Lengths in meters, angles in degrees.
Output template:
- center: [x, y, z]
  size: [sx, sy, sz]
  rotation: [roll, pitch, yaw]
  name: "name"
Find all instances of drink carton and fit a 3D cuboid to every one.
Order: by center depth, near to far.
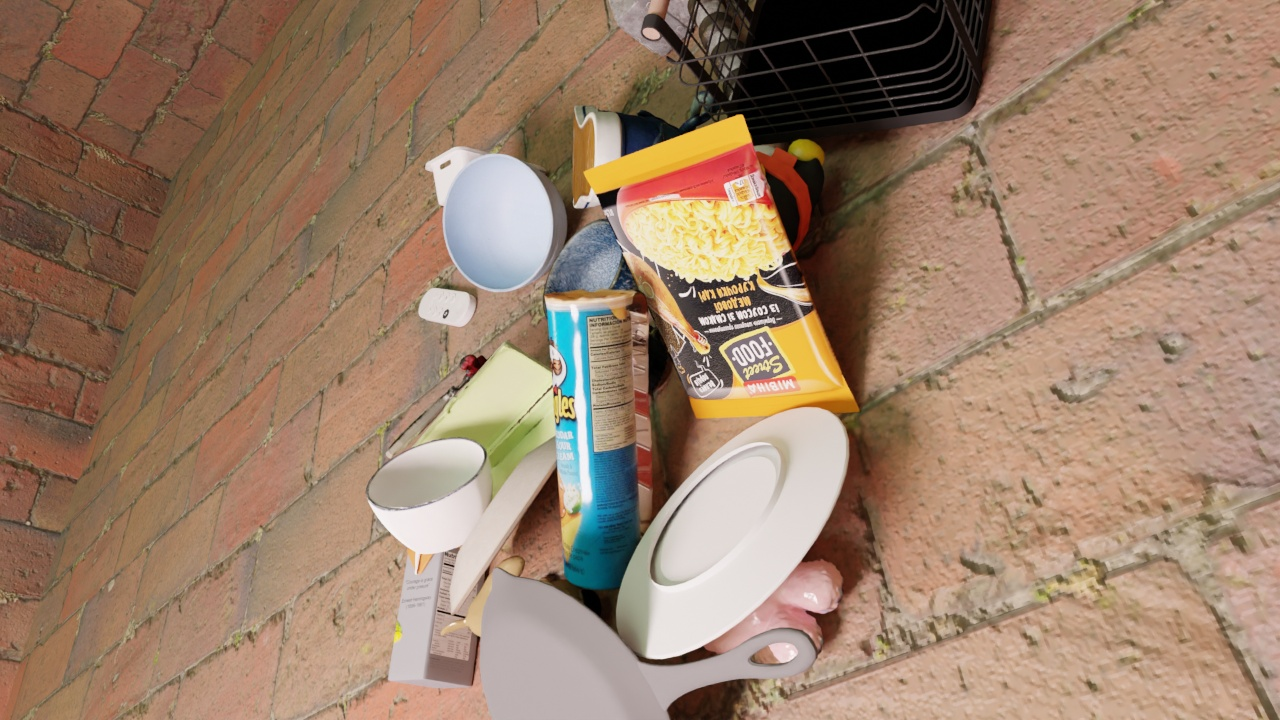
- center: [-0.189, 0.240, 0.865]
  size: [0.049, 0.076, 0.124]
  rotation: [-15, 59, 33]
  name: "drink carton"

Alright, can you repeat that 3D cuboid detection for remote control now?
- center: [-0.248, -0.069, 1.173]
  size: [0.137, 0.013, 0.043]
  rotation: [11, 78, 52]
  name: "remote control"

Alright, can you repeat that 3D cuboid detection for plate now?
- center: [0.053, 0.107, 0.621]
  size: [0.209, 0.015, 0.208]
  rotation: [-43, 15, 14]
  name: "plate"
- center: [-0.116, 0.131, 0.793]
  size: [0.188, 0.027, 0.188]
  rotation: [-56, 0, 0]
  name: "plate"

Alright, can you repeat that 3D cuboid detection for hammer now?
- center: [0.074, -0.326, 0.902]
  size: [0.177, 0.079, 0.325]
  rotation: [-38, 49, 29]
  name: "hammer"

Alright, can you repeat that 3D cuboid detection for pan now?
- center: [-0.018, 0.218, 0.587]
  size: [0.356, 0.024, 0.216]
  rotation: [-36, 83, 46]
  name: "pan"

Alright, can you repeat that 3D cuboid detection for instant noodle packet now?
- center: [0.055, -0.054, 0.668]
  size: [0.160, 0.221, 0.032]
  rotation: [-6, 25, 48]
  name: "instant noodle packet"

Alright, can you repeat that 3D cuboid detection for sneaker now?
- center: [-0.003, -0.204, 0.896]
  size: [0.294, 0.127, 0.121]
  rotation: [-128, 39, -73]
  name: "sneaker"

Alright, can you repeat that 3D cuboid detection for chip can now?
- center: [-0.029, 0.059, 0.717]
  size: [0.080, 0.079, 0.229]
  rotation: [13, 109, 52]
  name: "chip can"

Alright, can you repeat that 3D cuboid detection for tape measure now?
- center: [-0.005, 0.005, 0.819]
  size: [0.067, 0.038, 0.062]
  rotation: [-42, 33, 21]
  name: "tape measure"

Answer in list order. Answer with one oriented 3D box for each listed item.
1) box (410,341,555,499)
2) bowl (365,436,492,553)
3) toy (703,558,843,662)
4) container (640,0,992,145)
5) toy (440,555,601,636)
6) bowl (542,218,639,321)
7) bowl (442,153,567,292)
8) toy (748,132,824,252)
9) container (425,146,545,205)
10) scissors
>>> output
- center: [-0.142, 0.082, 0.917]
  size: [0.130, 0.064, 0.188]
  rotation: [47, 113, 8]
  name: "box"
- center: [-0.190, 0.129, 0.858]
  size: [0.116, 0.066, 0.116]
  rotation: [-12, 26, 6]
  name: "bowl"
- center: [0.084, 0.153, 0.610]
  size: [0.105, 0.053, 0.108]
  rotation: [20, 80, 45]
  name: "toy"
- center: [0.142, -0.276, 0.696]
  size: [0.242, 0.130, 0.162]
  rotation: [2, 69, 36]
  name: "container"
- center: [-0.088, 0.211, 0.739]
  size: [0.106, 0.108, 0.134]
  rotation: [-32, 45, 16]
  name: "toy"
- center: [-0.036, -0.072, 0.881]
  size: [0.115, 0.060, 0.114]
  rotation: [-28, 48, 36]
  name: "bowl"
- center: [-0.139, -0.153, 1.022]
  size: [0.151, 0.074, 0.150]
  rotation: [5, 100, 30]
  name: "bowl"
- center: [0.085, -0.115, 0.720]
  size: [0.097, 0.100, 0.118]
  rotation: [15, 40, 17]
  name: "toy"
- center: [-0.184, -0.209, 1.099]
  size: [0.081, 0.129, 0.049]
  rotation: [-11, 78, 46]
  name: "container"
- center: [-0.198, 0.034, 0.955]
  size: [0.179, 0.015, 0.199]
  rotation: [-48, 2, -12]
  name: "scissors"
